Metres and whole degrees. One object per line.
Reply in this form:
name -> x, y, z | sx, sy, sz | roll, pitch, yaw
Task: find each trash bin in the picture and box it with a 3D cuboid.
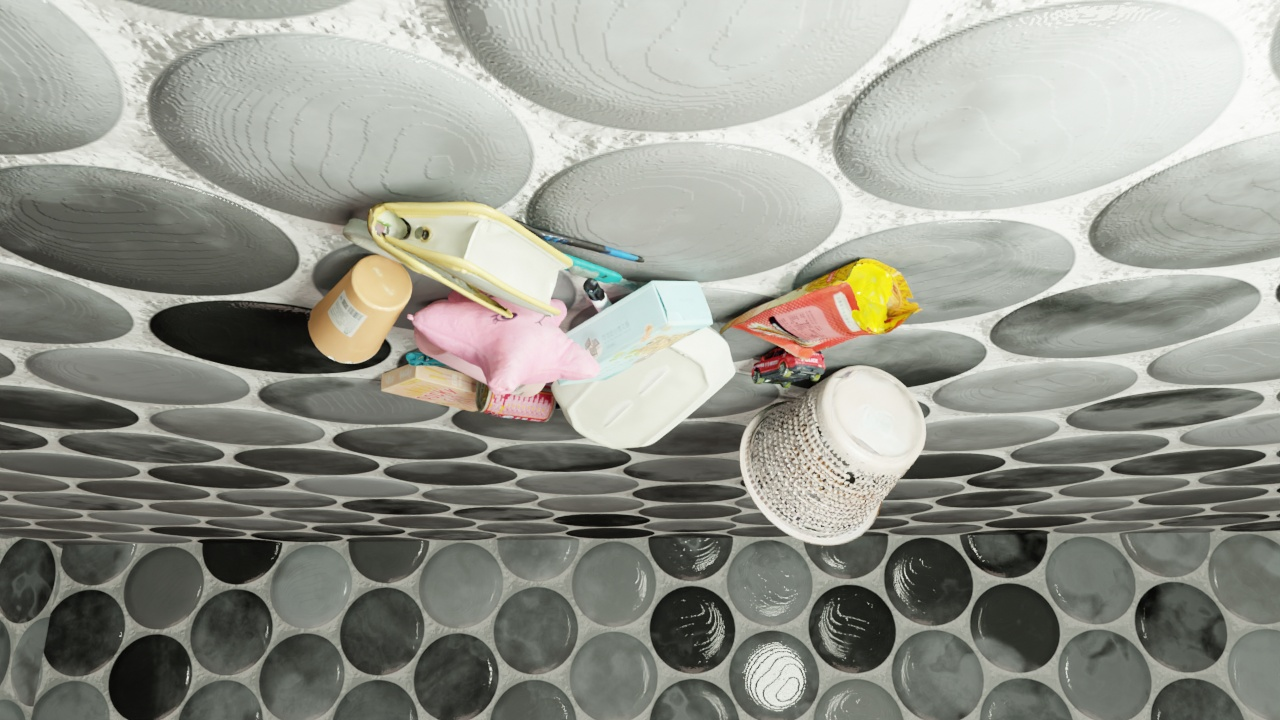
trash bin -> 0.275, 0.115, 1.252 | 0.227, 0.227, 0.193 | 5, 149, -17

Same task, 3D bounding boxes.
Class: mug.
mug -> -0.276, -0.054, 0.913 | 0.078, 0.078, 0.123 | 10, 155, -30

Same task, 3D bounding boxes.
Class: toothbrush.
toothbrush -> -0.073, -0.109, 0.833 | 0.189, 0.016, 0.014 | 11, 166, -34

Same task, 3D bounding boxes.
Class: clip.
clip -> -0.269, -0.001, 1.165 | 0.057, 0.014, 0.048 | 1, 160, -5

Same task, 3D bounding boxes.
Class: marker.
marker -> -0.040, -0.060, 0.953 | 0.022, 0.018, 0.131 | 42, 177, 13

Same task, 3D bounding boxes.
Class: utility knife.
utility knife -> -0.055, -0.089, 0.896 | 0.209, 0.013, 0.029 | 15, 159, -41

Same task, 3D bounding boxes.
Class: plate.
plate -> -0.003, 0.035, 1.095 | 0.162, 0.034, 0.267 | 30, 136, -17

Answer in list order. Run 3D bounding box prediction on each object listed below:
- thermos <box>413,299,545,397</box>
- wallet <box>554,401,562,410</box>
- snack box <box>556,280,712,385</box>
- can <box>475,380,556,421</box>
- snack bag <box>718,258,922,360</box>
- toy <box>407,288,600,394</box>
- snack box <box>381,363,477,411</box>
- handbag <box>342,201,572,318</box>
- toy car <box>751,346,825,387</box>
thermos -> -0.167, -0.008, 1.058 | 0.087, 0.067, 0.198 | -5, 161, 24
wallet -> -0.055, 0.058, 1.347 | 0.097, 0.019, 0.121 | 10, 158, -35
snack box -> -0.014, -0.027, 0.963 | 0.175, 0.051, 0.074 | -28, 166, 39
can -> -0.166, 0.044, 1.221 | 0.093, 0.066, 0.067 | 9, 160, -27
snack bag -> 0.188, -0.043, 0.974 | 0.128, 0.073, 0.208 | 13, 164, -24
toy -> -0.136, -0.023, 0.891 | 0.178, 0.194, 0.075 | 5, 118, -22
snack box -> -0.267, 0.038, 1.266 | 0.085, 0.026, 0.157 | -16, 156, 40
handbag -> -0.169, -0.087, 0.804 | 0.179, 0.063, 0.163 | 8, 171, 26
toy car -> 0.183, 0.007, 1.145 | 0.053, 0.045, 0.121 | 9, 166, -22
